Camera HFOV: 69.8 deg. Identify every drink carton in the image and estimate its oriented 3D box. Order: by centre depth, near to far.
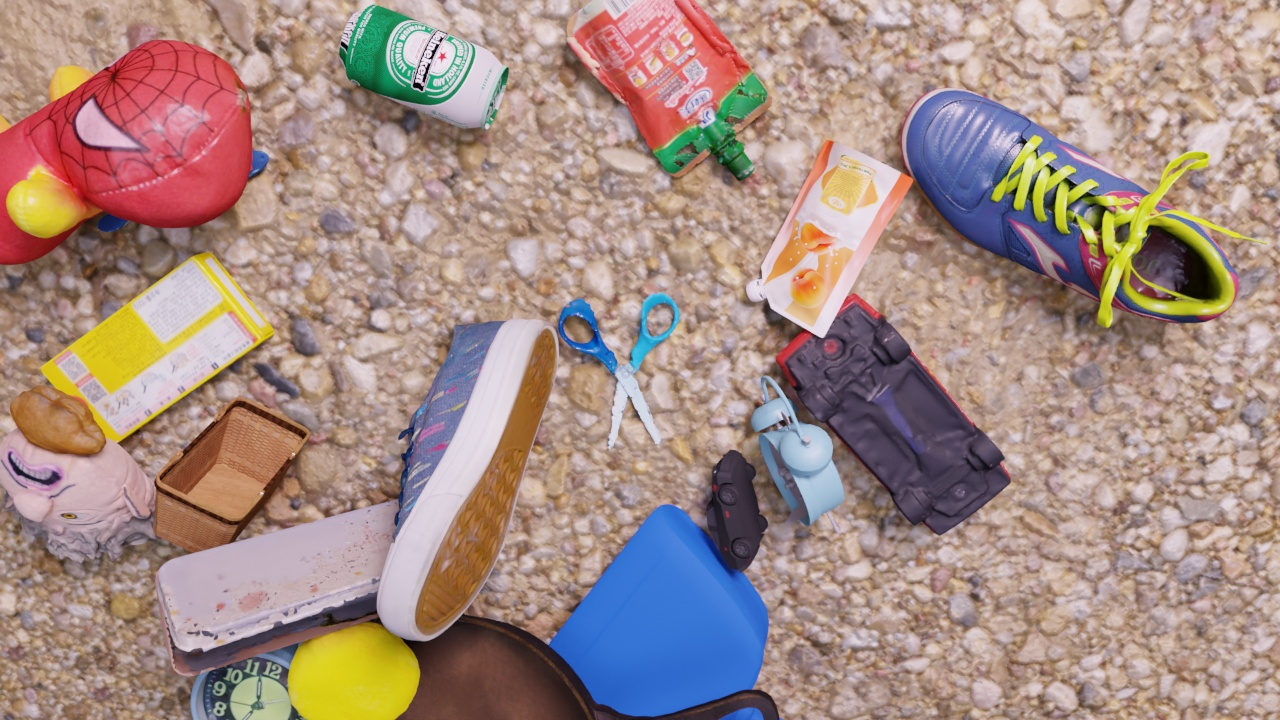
[{"bbox_3d":[0.126,-0.083,0.629,0.069,0.038,0.122,34,106,26],"label":"drink carton"}]

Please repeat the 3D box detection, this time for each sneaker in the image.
[{"bbox_3d":[0.283,-0.103,0.597,0.242,0.091,0.116,28,108,-7],"label":"sneaker"},{"bbox_3d":[-0.126,0.069,0.613,0.079,0.234,0.087,8,146,16],"label":"sneaker"}]

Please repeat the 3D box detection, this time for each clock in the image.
[{"bbox_3d":[0.107,0.065,0.654,0.042,0.087,0.123,-26,116,-6],"label":"clock"},{"bbox_3d":[-0.290,0.246,0.728,0.118,0.060,0.162,18,102,-3],"label":"clock"}]

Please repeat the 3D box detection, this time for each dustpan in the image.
[{"bbox_3d":[0.049,0.274,0.732,0.257,0.059,0.246,36,104,0],"label":"dustpan"}]

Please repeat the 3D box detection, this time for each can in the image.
[{"bbox_3d":[-0.141,-0.190,0.596,0.101,0.053,0.053,21,106,-5],"label":"can"}]

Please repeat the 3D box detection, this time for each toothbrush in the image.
[{"bbox_3d":[-0.318,-0.118,0.641,0.132,0.016,0.021,-22,106,4],"label":"toothbrush"}]

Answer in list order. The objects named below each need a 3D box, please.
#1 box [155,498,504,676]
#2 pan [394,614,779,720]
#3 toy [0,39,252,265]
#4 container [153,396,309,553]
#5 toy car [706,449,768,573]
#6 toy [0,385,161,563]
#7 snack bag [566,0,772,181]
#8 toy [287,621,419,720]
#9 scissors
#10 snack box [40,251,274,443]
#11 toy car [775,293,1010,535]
[{"bbox_3d":[-0.212,0.155,0.637,0.215,0.095,0.108,-11,135,-33],"label":"box"},{"bbox_3d":[-0.065,0.285,0.687,0.357,0.043,0.248,-17,89,19],"label":"pan"},{"bbox_3d":[-0.345,-0.132,0.586,0.216,0.099,0.147,-12,63,7],"label":"toy"},{"bbox_3d":[-0.295,0.087,0.657,0.063,0.113,0.061,28,118,-7],"label":"container"},{"bbox_3d":[0.069,0.112,0.693,0.036,0.042,0.092,-6,108,29],"label":"toy car"},{"bbox_3d":[-0.403,0.085,0.649,0.132,0.076,0.176,16,136,-1],"label":"toy"},{"bbox_3d":[0.026,-0.182,0.607,0.087,0.044,0.155,-37,107,16],"label":"snack bag"},{"bbox_3d":[-0.212,0.235,0.677,0.095,0.041,0.094,-20,108,0],"label":"toy"},{"bbox_3d":[-0.022,0.009,0.678,0.103,0.015,0.134,9,111,-6],"label":"scissors"},{"bbox_3d":[-0.352,-0.007,0.669,0.152,0.025,0.075,-32,104,9],"label":"snack box"},{"bbox_3d":[0.184,0.042,0.660,0.082,0.056,0.189,-41,100,13],"label":"toy car"}]
